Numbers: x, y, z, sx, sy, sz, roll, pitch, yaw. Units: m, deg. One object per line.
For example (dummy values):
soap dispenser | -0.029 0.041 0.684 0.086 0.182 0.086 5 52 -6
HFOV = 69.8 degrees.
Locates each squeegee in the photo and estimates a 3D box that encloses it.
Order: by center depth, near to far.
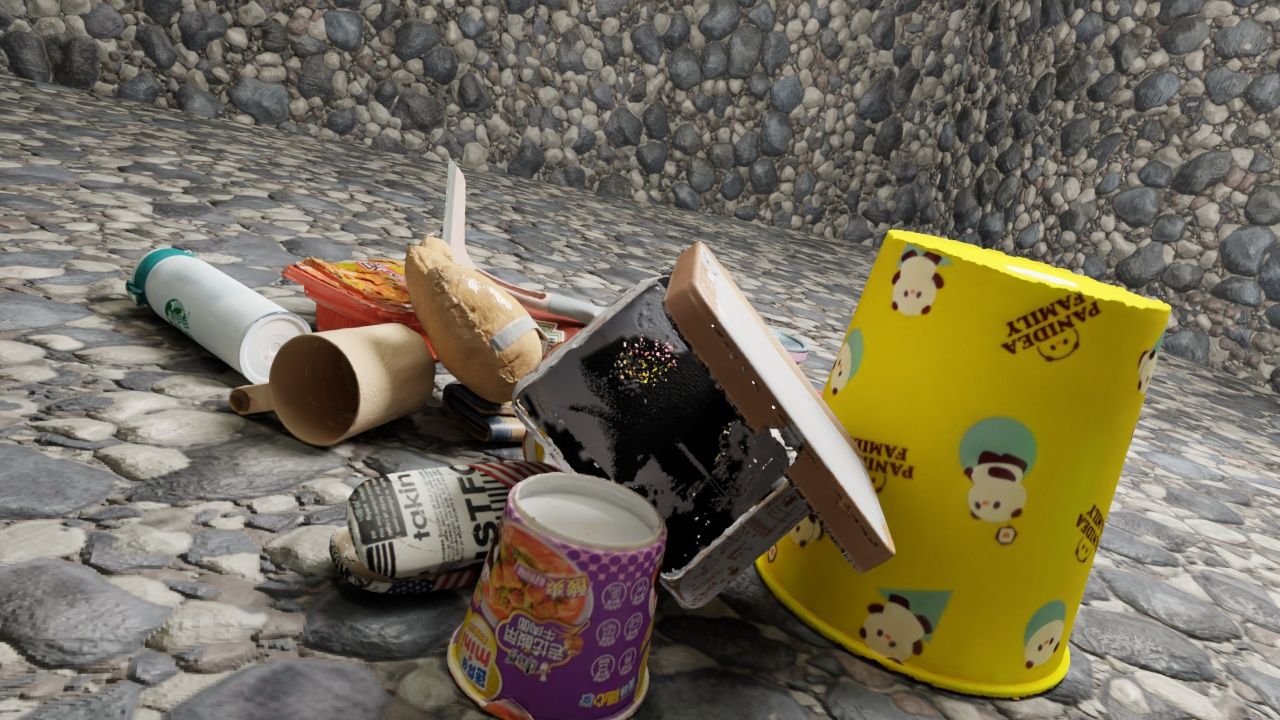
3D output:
squeegee | -0.101 -0.066 0.957 0.249 0.040 0.247 20 47 -28

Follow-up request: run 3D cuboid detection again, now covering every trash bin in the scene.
trash bin | 0.224 0.056 0.642 0.229 0.255 0.229 13 15 -4

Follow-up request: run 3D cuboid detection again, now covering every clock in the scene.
clock | 0.141 -0.004 1.151 0.117 0.060 0.158 22 16 24

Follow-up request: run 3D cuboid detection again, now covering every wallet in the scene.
wallet | -0.106 0.046 0.811 0.115 0.033 0.090 5 17 -40

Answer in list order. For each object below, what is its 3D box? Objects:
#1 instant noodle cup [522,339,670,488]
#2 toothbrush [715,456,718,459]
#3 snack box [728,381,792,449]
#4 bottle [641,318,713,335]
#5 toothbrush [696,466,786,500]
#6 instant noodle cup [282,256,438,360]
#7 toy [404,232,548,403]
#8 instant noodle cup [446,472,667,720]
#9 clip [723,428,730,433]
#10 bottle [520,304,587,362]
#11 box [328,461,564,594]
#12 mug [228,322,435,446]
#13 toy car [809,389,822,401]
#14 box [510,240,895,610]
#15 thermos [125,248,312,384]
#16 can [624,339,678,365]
instant noodle cup | -0.027 0.046 0.678 0.116 0.116 0.123 13 0 -2
toothbrush | 0.045 0.070 0.879 0.018 0.016 0.191 35 -1 -39
snack box | 0.121 0.053 0.993 0.084 0.027 0.157 3 19 -34
bottle | 0.003 -0.025 1.045 0.195 0.044 0.079 7 43 15
toothbrush | 0.057 0.097 0.783 0.212 0.026 0.027 12 25 -5
instant noodle cup | -0.249 -0.051 0.936 0.165 0.079 0.188 22 16 28
toy | -0.149 -0.041 0.787 0.082 0.143 0.226 -31 28 -11
instant noodle cup | -0.037 0.120 0.483 0.111 0.099 0.111 15 16 -4
clip | 0.066 0.049 0.920 0.097 0.034 0.061 20 5 0
bottle | -0.061 -0.010 1.000 0.206 0.060 0.059 22 16 6
box | -0.109 0.112 0.565 0.163 0.081 0.075 0 52 -46
mug | -0.240 0.018 0.727 0.125 0.084 0.103 -9 5 22
toy car | 0.203 0.067 0.975 0.031 0.049 0.106 1 18 -33
box | 0.039 0.046 0.523 0.183 0.156 0.192 50 -4 -8
thermos | -0.385 -0.045 0.823 0.224 0.073 0.073 24 19 35
can | -0.006 0.005 0.934 0.132 0.053 0.053 -18 30 -29
